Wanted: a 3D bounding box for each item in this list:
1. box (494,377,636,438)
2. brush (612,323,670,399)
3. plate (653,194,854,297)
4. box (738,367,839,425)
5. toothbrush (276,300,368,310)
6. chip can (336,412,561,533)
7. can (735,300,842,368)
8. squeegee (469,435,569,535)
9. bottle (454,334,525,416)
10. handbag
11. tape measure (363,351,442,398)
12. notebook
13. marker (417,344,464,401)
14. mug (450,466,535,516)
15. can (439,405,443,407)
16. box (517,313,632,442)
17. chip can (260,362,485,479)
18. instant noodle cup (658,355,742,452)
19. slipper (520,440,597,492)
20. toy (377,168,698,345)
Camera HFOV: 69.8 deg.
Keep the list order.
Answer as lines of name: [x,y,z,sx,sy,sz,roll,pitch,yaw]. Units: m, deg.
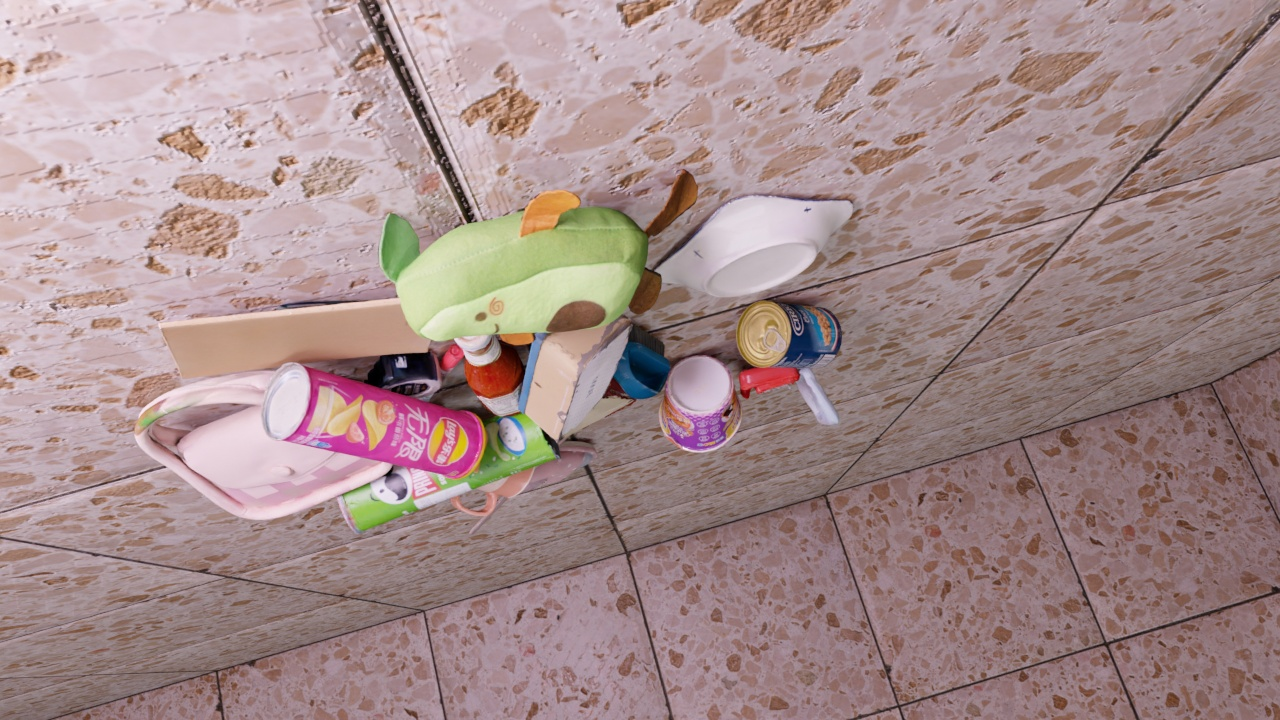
box: [-0.091,0.057,1.085,0.169,0.076,0.091,-29,159,33]
brush: [-0.006,0.006,1.010,0.055,0.073,0.143,-19,163,17]
plate: [0.108,-0.098,0.863,0.163,0.034,0.165,-4,160,-34]
box: [0.195,0.050,1.206,0.119,0.098,0.201,-14,176,6]
toothbrush: [-0.209,-0.047,0.765,0.180,0.015,0.018,-6,154,-32]
chip can: [-0.209,0.117,1.008,0.236,0.072,0.072,-20,163,-2]
can: [0.174,-0.029,1.065,0.111,0.075,0.076,2,155,-46]
squeegee: [-0.220,0.139,1.210,0.248,0.040,0.249,-45,142,13]
bottle: [-0.147,0.004,0.901,0.060,0.059,0.206,-15,162,-4]
handbag: [-0.371,0.070,0.889,0.193,0.093,0.234,-21,154,13]
tape measure: [-0.230,0.015,0.905,0.065,0.033,0.066,0,158,-36]
notebook: [-0.272,-0.019,0.759,0.211,0.012,0.150,-8,168,-22]
marker: [-0.214,0.020,0.959,0.017,0.017,0.146,-5,159,-32]
mug: [-0.199,0.132,1.132,0.082,0.114,0.105,6,167,46]
can: [-0.290,0.095,1.052,0.147,0.058,0.058,-14,162,-8]
box: [-0.065,0.004,0.897,0.089,0.060,0.185,-45,167,-32]
chip can: [-0.244,0.060,0.863,0.072,0.071,0.210,-26,151,27]
instant noodle cup: [0.077,0.050,1.178,0.111,0.111,0.099,-15,155,-4]
slipper: [-0.180,0.166,1.370,0.273,0.054,0.114,-1,157,-38]
toy: [-0.072,-0.067,0.706,0.246,0.090,0.228,-13,154,-22]
